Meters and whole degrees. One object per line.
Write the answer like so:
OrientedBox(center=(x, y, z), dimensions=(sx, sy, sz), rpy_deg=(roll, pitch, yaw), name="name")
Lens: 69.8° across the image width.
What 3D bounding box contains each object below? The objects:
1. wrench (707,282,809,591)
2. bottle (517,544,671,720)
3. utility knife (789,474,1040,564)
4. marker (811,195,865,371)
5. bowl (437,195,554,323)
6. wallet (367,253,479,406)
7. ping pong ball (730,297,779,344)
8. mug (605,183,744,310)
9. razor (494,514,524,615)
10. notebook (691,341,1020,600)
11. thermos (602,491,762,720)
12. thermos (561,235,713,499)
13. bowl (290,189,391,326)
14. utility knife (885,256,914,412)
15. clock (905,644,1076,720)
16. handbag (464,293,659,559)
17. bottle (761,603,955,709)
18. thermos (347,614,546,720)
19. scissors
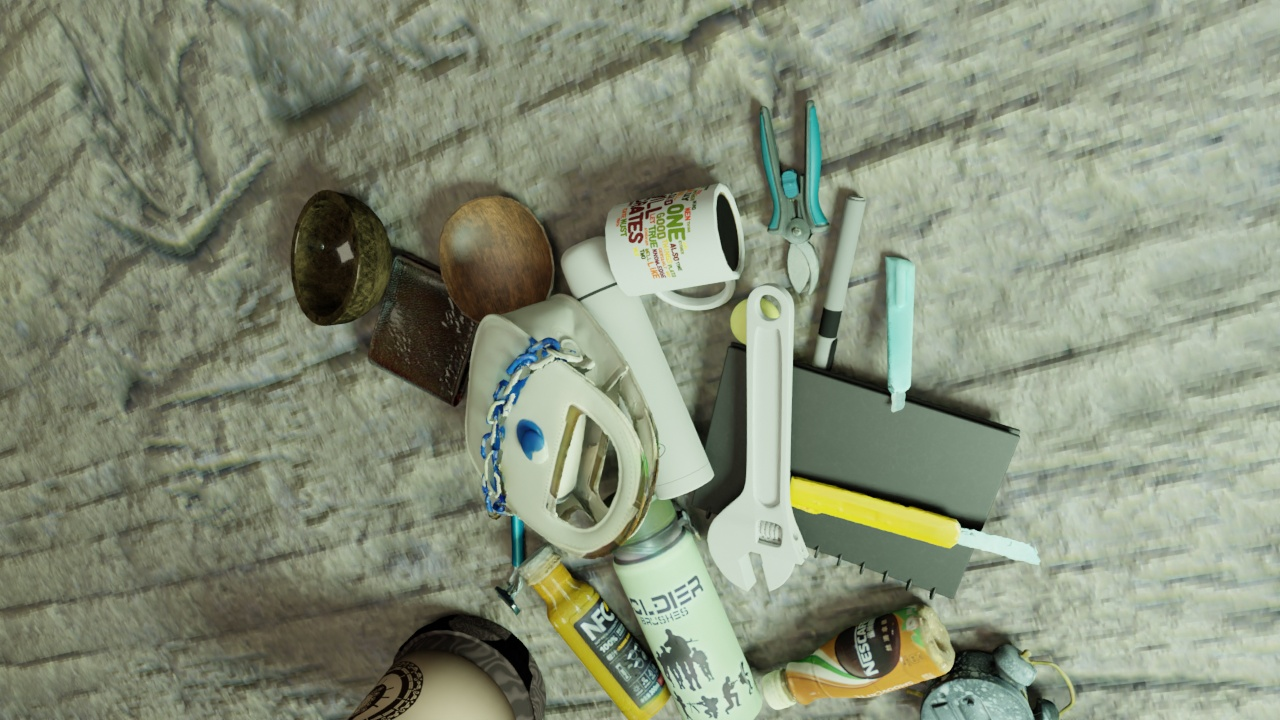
OrientedBox(center=(0.094, 0.069, 0.747), dimensions=(0.087, 0.018, 0.273), rpy_deg=(9, 114, 31), name="wrench")
OrientedBox(center=(-0.046, 0.260, 0.880), dimensions=(0.053, 0.053, 0.186), rpy_deg=(-38, 91, 26), name="bottle")
OrientedBox(center=(0.209, 0.129, 0.731), dimensions=(0.207, 0.018, 0.030), rpy_deg=(15, 121, 22), name="utility knife")
OrientedBox(center=(0.155, -0.059, 0.721), dimensions=(0.016, 0.016, 0.141), rpy_deg=(14, 111, 16), name="marker")
OrientedBox(center=(-0.124, -0.087, 0.809), dimensions=(0.102, 0.026, 0.114), rpy_deg=(-13, 98, 10), name="bowl")
OrientedBox(center=(-0.199, -0.028, 0.859), dimensions=(0.099, 0.031, 0.120), rpy_deg=(25, 112, 9), name="wallet")
OrientedBox(center=(0.093, -0.031, 0.740), dimensions=(0.040, 0.040, 0.040), rpy_deg=(6, 109, 19), name="ping pong ball")
OrientedBox(center=(0.034, -0.083, 0.734), dimensions=(0.090, 0.073, 0.105), rpy_deg=(-8, 130, 23), name="mug")
OrientedBox(center=(-0.123, 0.177, 0.903), dimensions=(0.042, 0.022, 0.144), rpy_deg=(26, 115, 51), name="razor")
OrientedBox(center=(0.166, 0.095, 0.757), dimensions=(0.231, 0.019, 0.169), rpy_deg=(18, 118, 15), name="notebook")
OrientedBox(center=(0.036, 0.218, 0.825), dimensions=(0.082, 0.082, 0.231), rpy_deg=(-19, 99, 25), name="thermos")
OrientedBox(center=(-0.005, 0.005, 0.771), dimensions=(0.052, 0.052, 0.224), rpy_deg=(-22, 92, 25), name="thermos")
OrientedBox(center=(-0.265, -0.092, 0.840), dimensions=(0.121, 0.056, 0.121), rpy_deg=(1, 92, 42), name="bowl")
OrientedBox(center=(0.198, -0.020, 0.702), dimensions=(0.022, 0.015, 0.119), rpy_deg=(1, 90, 16), name="utility knife")
OrientedBox(center=(0.292, 0.286, 0.761), dimensions=(0.130, 0.052, 0.090), rpy_deg=(-26, 96, 26), name="clock")
OrientedBox(center=(-0.069, 0.064, 0.752), dimensions=(0.199, 0.092, 0.201), rpy_deg=(41, 134, 35), name="handbag")
OrientedBox(center=(0.182, 0.263, 0.792), dimensions=(0.167, 0.059, 0.059), rpy_deg=(-30, 95, 26), name="bottle")
OrientedBox(center=(-0.211, 0.375, 0.883), dimensions=(0.173, 0.225, 0.173), rpy_deg=(6, 109, 19), name="thermos")
OrientedBox(center=(0.116, -0.129, 0.713), dimensions=(0.148, 0.019, 0.132), rpy_deg=(39, 118, 3), name="scissors")
